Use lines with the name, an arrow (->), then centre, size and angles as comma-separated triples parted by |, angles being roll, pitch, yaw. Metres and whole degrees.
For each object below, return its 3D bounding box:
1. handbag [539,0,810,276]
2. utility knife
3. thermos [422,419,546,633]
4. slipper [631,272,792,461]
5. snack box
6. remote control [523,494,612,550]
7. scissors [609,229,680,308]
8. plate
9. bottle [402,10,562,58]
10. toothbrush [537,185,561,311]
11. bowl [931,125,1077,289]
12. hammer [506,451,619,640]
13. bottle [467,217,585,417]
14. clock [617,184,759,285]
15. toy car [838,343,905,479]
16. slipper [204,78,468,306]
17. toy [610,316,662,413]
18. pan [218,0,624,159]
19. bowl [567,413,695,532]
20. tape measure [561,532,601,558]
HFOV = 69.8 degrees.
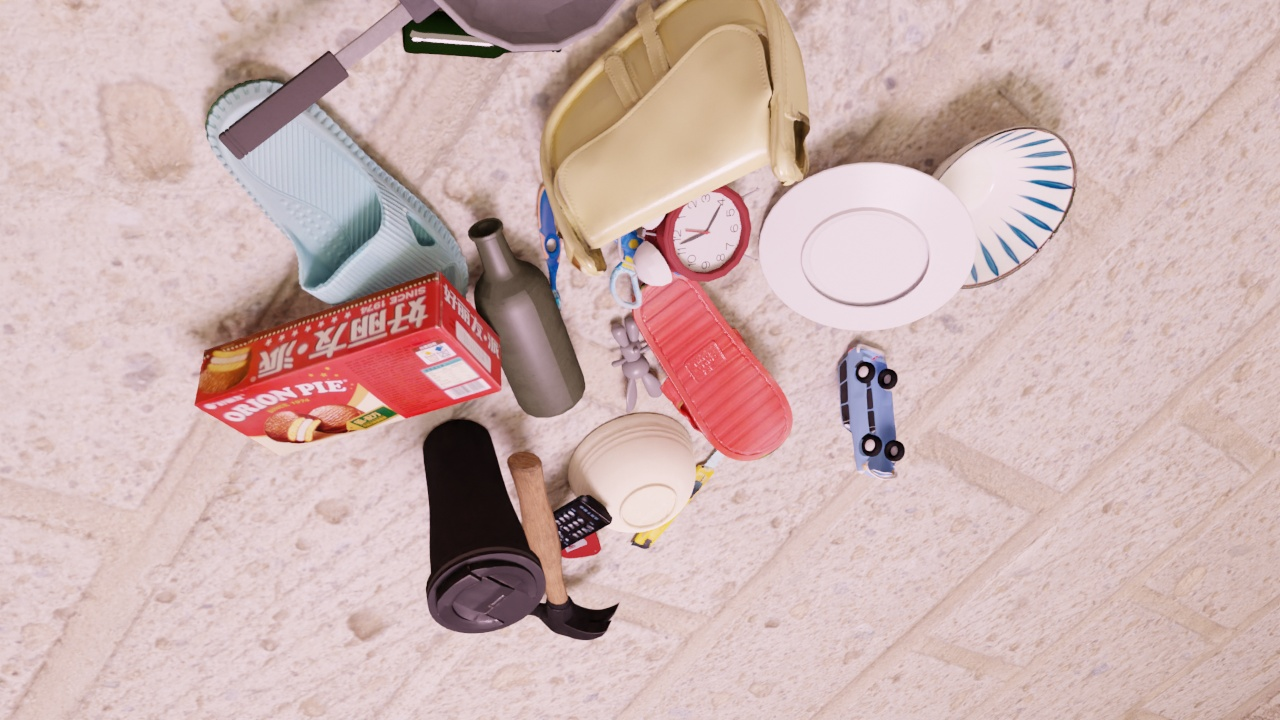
handbag -> 0.023, -0.188, 0.733 | 0.233, 0.190, 0.088 | -25, 149, 16
utility knife -> 0.059, 0.154, 1.108 | 0.030, 0.019, 0.218 | 19, 115, -41
thermos -> -0.163, 0.152, 0.889 | 0.105, 0.218, 0.106 | -10, 129, -13
slipper -> 0.068, 0.007, 0.963 | 0.103, 0.059, 0.249 | -41, 114, -6
snack box -> -0.250, 0.009, 0.796 | 0.237, 0.060, 0.113 | -17, 147, 13
remote control -> -0.088, 0.186, 1.032 | 0.047, 0.022, 0.151 | 40, 136, -15
scissors -> -0.015, -0.104, 0.865 | 0.130, 0.018, 0.110 | 33, 91, -30
plate -> 0.221, -0.102, 0.906 | 0.209, 0.015, 0.209 | 7, 136, 7
bottle -> -0.122, -0.252, 0.715 | 0.122, 0.033, 0.033 | -2, 127, -19
toothbrush -> -0.083, -0.101, 0.856 | 0.021, 0.017, 0.135 | -13, 130, -16
bowl -> 0.340, -0.165, 0.927 | 0.177, 0.070, 0.178 | -10, 129, -13
hammer -> -0.101, 0.213, 1.022 | 0.132, 0.040, 0.306 | 12, 136, 18
bottle -> -0.111, -0.039, 0.857 | 0.071, 0.071, 0.207 | -21, 130, -4
clock -> 0.043, -0.119, 0.848 | 0.137, 0.048, 0.096 | -10, 111, -23
toy car -> 0.257, 0.060, 1.034 | 0.056, 0.153, 0.055 | 14, 157, -39
slipper -> -0.240, -0.109, 0.761 | 0.116, 0.069, 0.276 | -35, 129, 4
toy -> -0.006, 0.006, 0.958 | 0.049, 0.030, 0.112 | -27, 127, -18
pan -> -0.153, -0.262, 0.657 | 0.357, 0.041, 0.178 | -38, 123, -1
bowl -> -0.001, 0.140, 1.035 | 0.150, 0.075, 0.151 | -10, 128, -13
tape measure -> -0.077, 0.218, 1.102 | 0.051, 0.019, 0.059 | -22, 130, -4
